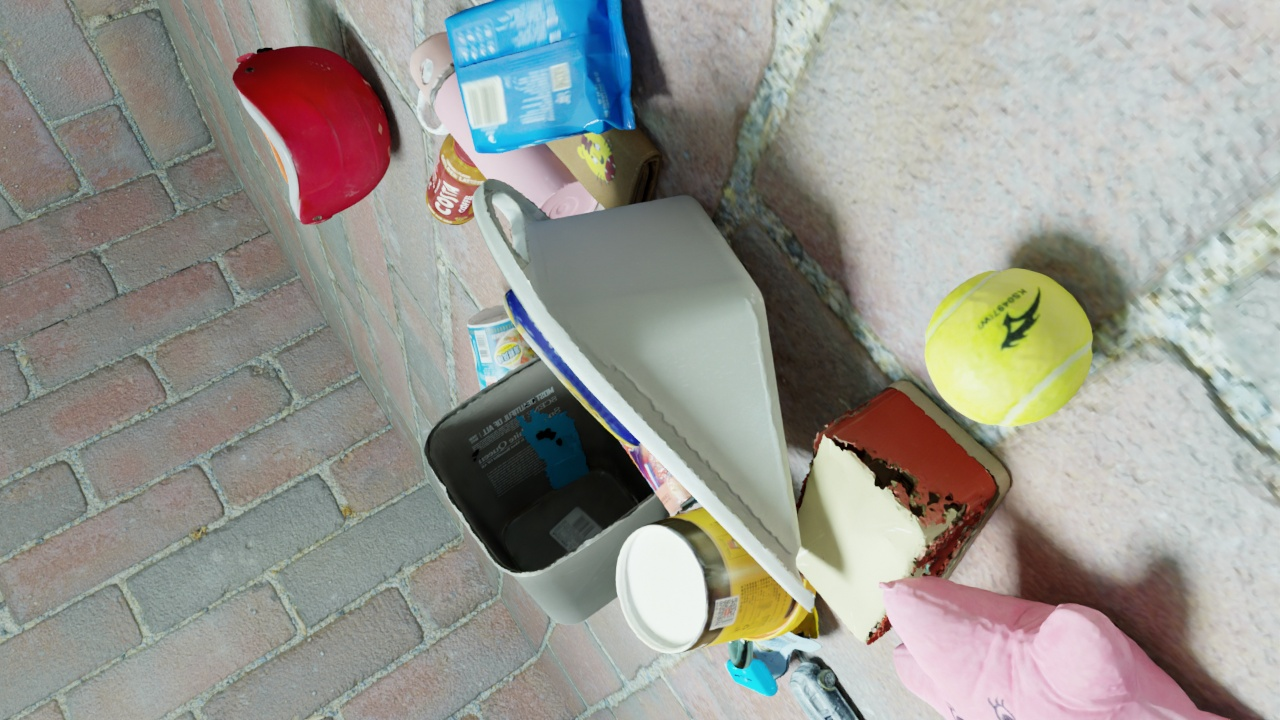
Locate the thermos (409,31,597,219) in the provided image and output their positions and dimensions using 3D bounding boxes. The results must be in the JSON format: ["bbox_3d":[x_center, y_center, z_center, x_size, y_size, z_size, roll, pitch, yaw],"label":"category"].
[{"bbox_3d":[-0.120,-0.180,0.748,0.198,0.067,0.087,50,124,20],"label":"thermos"}]

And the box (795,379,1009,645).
[{"bbox_3d":[0.137,0.100,0.538,0.091,0.077,0.169,48,157,29],"label":"box"}]

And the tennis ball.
[{"bbox_3d":[0.152,-0.005,0.381,0.065,0.065,0.066,48,156,29],"label":"tennis ball"}]

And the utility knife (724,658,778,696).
[{"bbox_3d":[0.102,0.305,0.894,0.034,0.018,0.179,57,167,11],"label":"utility knife"}]

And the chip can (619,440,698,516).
[{"bbox_3d":[-0.007,0.025,0.770,0.214,0.071,0.071,54,158,12],"label":"chip can"}]

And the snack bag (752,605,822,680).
[{"bbox_3d":[0.108,0.227,0.825,0.110,0.038,0.191,50,160,18],"label":"snack bag"}]

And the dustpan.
[{"bbox_3d":[-0.003,0.003,0.565,0.222,0.142,0.258,-109,7,-60],"label":"dustpan"}]

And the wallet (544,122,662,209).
[{"bbox_3d":[-0.032,-0.155,0.650,0.115,0.033,0.090,50,155,16],"label":"wallet"}]

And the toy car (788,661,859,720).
[{"bbox_3d":[0.167,0.307,0.806,0.090,0.034,0.043,54,155,11],"label":"toy car"}]

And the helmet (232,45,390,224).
[{"bbox_3d":[-0.383,-0.287,1.116,0.240,0.144,0.207,-129,18,-61],"label":"helmet"}]

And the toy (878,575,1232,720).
[{"bbox_3d":[0.194,0.165,0.480,0.178,0.074,0.195,36,156,-1],"label":"toy"}]

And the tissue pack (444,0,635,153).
[{"bbox_3d":[-0.063,-0.188,0.592,0.157,0.052,0.095,3,109,40],"label":"tissue pack"}]

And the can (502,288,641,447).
[{"bbox_3d":[-0.030,-0.005,0.643,0.148,0.049,0.074,48,-168,-18],"label":"can"}]

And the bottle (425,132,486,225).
[{"bbox_3d":[-0.169,-0.181,0.882,0.057,0.057,0.175,60,159,-2],"label":"bottle"}]

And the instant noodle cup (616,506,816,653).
[{"bbox_3d":[0.054,0.162,0.694,0.119,0.114,0.118,1,92,44],"label":"instant noodle cup"}]

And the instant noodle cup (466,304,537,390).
[{"bbox_3d":[-0.146,-0.003,1.027,0.099,0.099,0.110,21,130,58],"label":"instant noodle cup"}]

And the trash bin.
[{"bbox_3d":[-0.074,0.139,0.925,0.198,0.198,0.220,49,163,30],"label":"trash bin"}]

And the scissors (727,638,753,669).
[{"bbox_3d":[0.067,0.189,0.831,0.179,0.019,0.170,116,145,-74],"label":"scissors"}]
